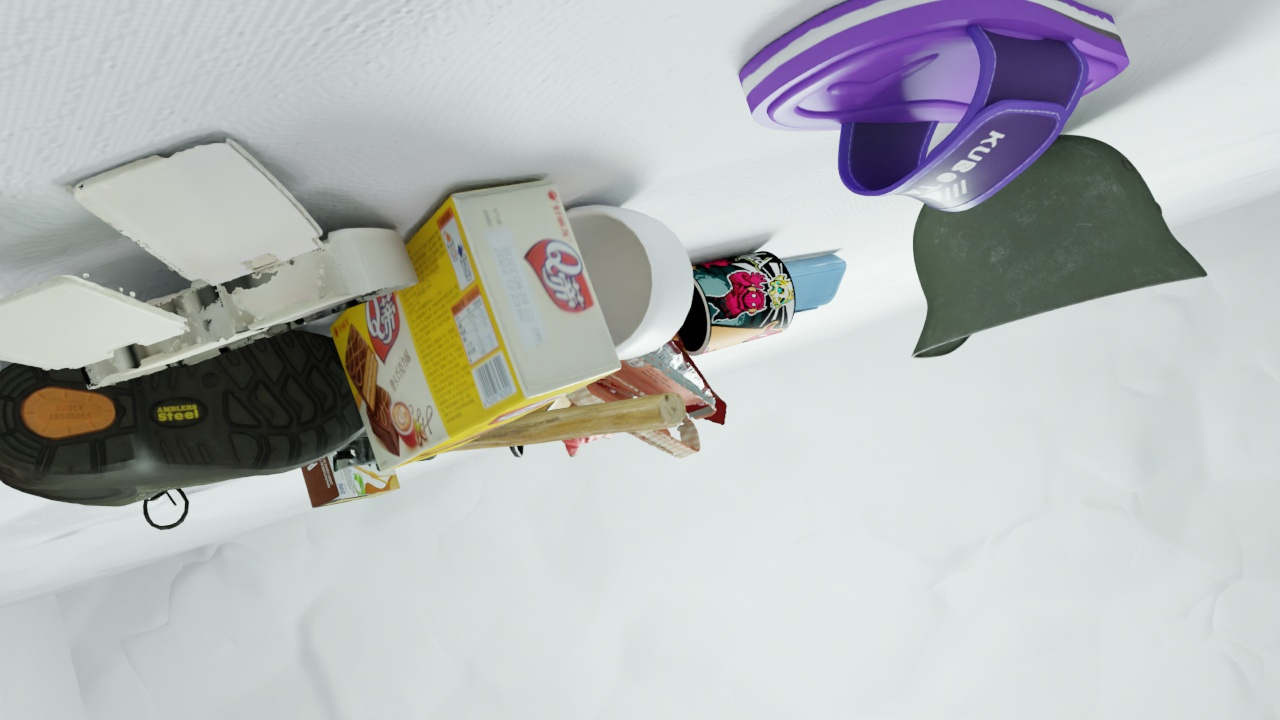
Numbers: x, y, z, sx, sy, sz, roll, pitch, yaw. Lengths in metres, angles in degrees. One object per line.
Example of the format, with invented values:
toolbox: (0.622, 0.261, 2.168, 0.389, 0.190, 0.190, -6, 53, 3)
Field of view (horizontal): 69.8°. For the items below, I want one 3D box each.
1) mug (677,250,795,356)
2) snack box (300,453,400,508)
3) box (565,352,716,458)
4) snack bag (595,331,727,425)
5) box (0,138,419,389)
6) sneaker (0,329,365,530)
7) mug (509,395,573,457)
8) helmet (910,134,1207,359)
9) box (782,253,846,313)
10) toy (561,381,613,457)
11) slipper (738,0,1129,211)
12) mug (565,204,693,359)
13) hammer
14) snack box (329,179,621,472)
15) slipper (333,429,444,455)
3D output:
mug: (0.073, -0.059, 0.881, 0.098, 0.082, 0.118, -15, -159, -28)
snack box: (-0.327, 0.105, 1.026, 0.031, 0.101, 0.186, -18, 174, 2)
box: (0.006, 0.034, 0.779, 0.071, 0.056, 0.187, -47, 140, 10)
snack bag: (-0.005, 0.005, 0.851, 0.139, 0.066, 0.208, 7, 155, 23)
box: (-0.190, -0.033, 0.406, 0.144, 0.058, 0.187, -19, 178, 1)
sneaker: (-0.299, 0.052, 0.595, 0.237, 0.101, 0.143, -5, 162, -47)
mug: (-0.112, 0.027, 0.849, 0.100, 0.123, 0.094, 2, 173, 2)
helmet: (0.333, -0.107, 0.778, 0.267, 0.153, 0.228, -7, 170, -40)
box: (0.138, -0.087, 1.029, 0.208, 0.073, 0.086, -12, -149, -42)
toy: (-0.064, 0.048, 0.970, 0.088, 0.094, 0.133, -18, 172, -1)
slipper: (0.175, -0.124, 0.472, 0.265, 0.084, 0.107, -13, 173, -40)
mug: (-0.024, -0.038, 0.566, 0.116, 0.094, 0.068, -59, 162, 16)
hammer: (-0.113, 0.057, 0.719, 0.331, 0.033, 0.132, -10, 173, 34)
snack box: (-0.111, -0.010, 0.547, 0.061, 0.110, 0.231, -18, 176, -36)
slipper: (-0.234, 0.052, 0.872, 0.115, 0.052, 0.262, -34, 163, 17)
